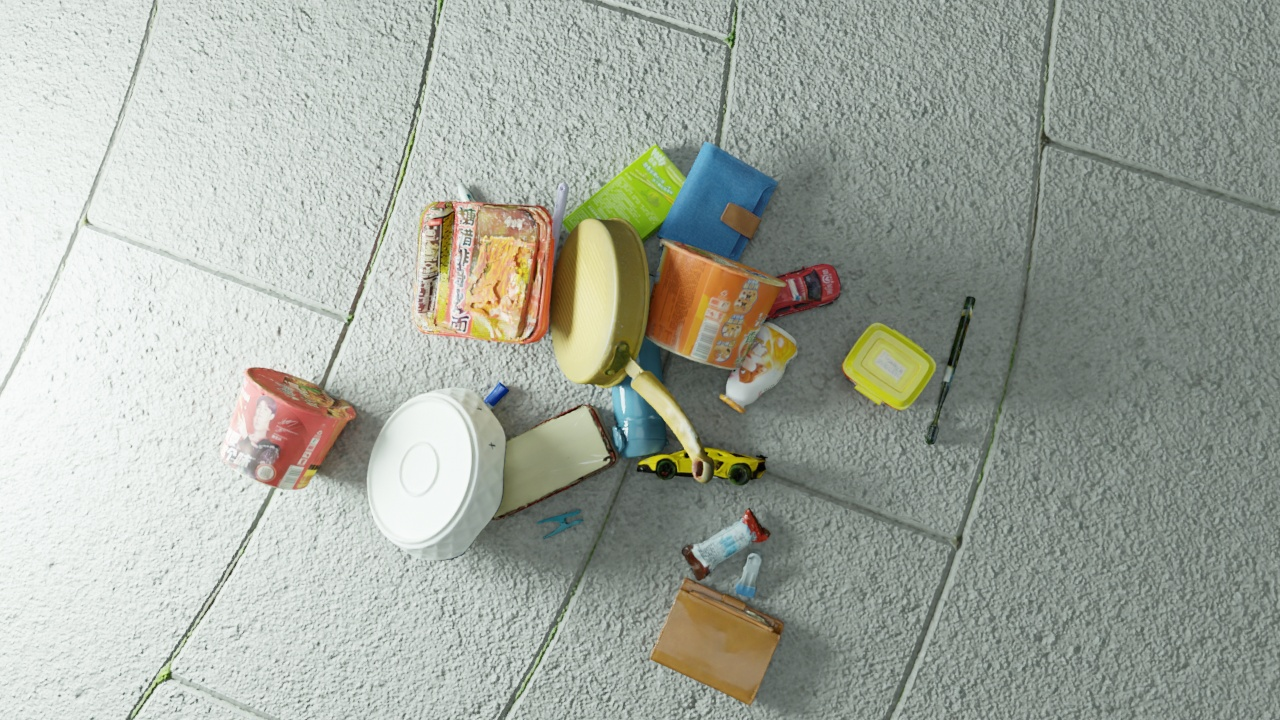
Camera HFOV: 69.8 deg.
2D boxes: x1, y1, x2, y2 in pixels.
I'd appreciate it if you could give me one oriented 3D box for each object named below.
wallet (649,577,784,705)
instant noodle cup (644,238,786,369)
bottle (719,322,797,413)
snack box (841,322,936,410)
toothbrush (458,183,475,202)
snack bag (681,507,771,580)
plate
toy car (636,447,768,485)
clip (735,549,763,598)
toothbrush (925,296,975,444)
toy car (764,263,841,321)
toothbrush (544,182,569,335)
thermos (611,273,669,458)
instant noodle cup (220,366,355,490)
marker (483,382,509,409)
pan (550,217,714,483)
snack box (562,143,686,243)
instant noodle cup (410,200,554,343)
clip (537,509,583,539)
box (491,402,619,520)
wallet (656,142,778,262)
[{"bbox_3d":[0.090,0.330,1.082,0.132,0.031,0.108,23,89,6],"label":"wallet"},{"bbox_3d":[0.076,-0.062,1.045,0.151,0.151,0.111,21,101,7],"label":"instant noodle cup"},{"bbox_3d":[0.138,0.010,1.094,0.063,0.063,0.108,34,88,7],"label":"bottle"},{"bbox_3d":[0.284,0.011,1.072,0.091,0.080,0.082,36,87,7],"label":"snack box"},{"bbox_3d":[-0.187,-0.142,1.162,0.016,0.018,0.191,-28,83,2],"label":"toothbrush"},{"bbox_3d":[0.102,0.219,1.094,0.105,0.026,0.045,-32,91,2],"label":"snack bag"},{"bbox_3d":[-0.247,0.130,1.079,0.205,0.045,0.204,-11,71,32],"label":"plate"},{"bbox_3d":[0.072,0.124,1.084,0.156,0.071,0.041,2,85,6],"label":"toy car"},{"bbox_3d":[0.131,0.254,1.095,0.024,0.028,0.057,16,95,9],"label":"clip"},{"bbox_3d":[0.371,0.011,1.096,0.012,0.017,0.185,17,86,9],"label":"toothbrush"},{"bbox_3d":[0.183,-0.082,1.110,0.120,0.045,0.053,-16,84,1],"label":"toy car"},{"bbox_3d":[-0.110,-0.126,1.137,0.029,0.021,0.189,12,95,11],"label":"toothbrush"},{"bbox_3d":[-0.007,0.006,1.106,0.070,0.070,0.220,-4,83,5],"label":"thermos"},{"bbox_3d":[-0.433,0.085,1.108,0.138,0.138,0.108,27,93,7],"label":"instant noodle cup"},{"bbox_3d":[-0.218,0.086,1.142,0.017,0.017,0.146,42,89,8],"label":"marker"},{"bbox_3d":[-0.012,-0.009,1.015,0.078,0.198,0.357,2,45,-27],"label":"pan"},{"bbox_3d":[-0.013,-0.189,1.147,0.156,0.026,0.086,-40,82,0],"label":"snack box"},{"bbox_3d":[-0.180,-0.106,1.109,0.189,0.079,0.164,7,93,22],"label":"instant noodle cup"},{"bbox_3d":[-0.097,0.198,1.121,0.056,0.014,0.041,-22,83,2],"label":"clip"},{"bbox_3d":[-0.118,0.119,1.098,0.168,0.078,0.091,-26,83,2],"label":"box"},{"bbox_3d":[0.094,-0.183,1.119,0.106,0.040,0.133,28,90,-12],"label":"wallet"}]
